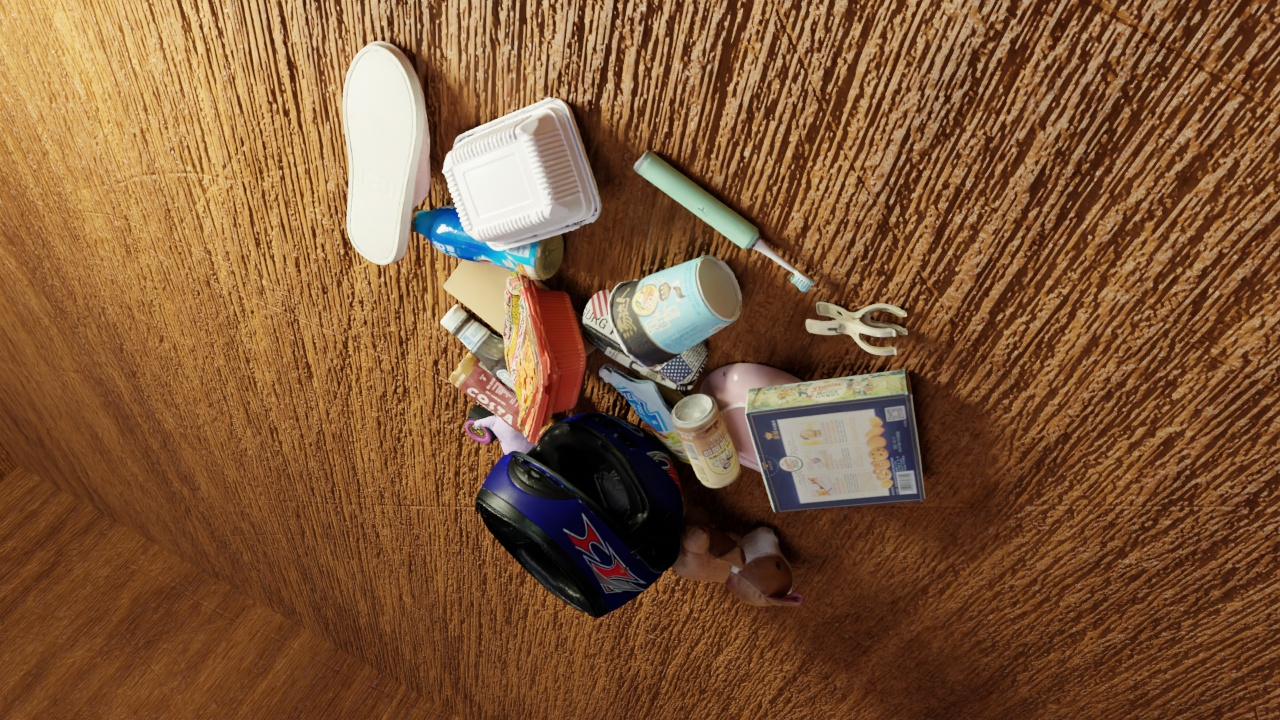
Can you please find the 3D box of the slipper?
[{"bbox_3d":[-0.297,-0.238,1.081,0.114,0.054,0.275,24,126,15],"label":"slipper"}]

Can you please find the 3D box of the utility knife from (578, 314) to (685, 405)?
[{"bbox_3d":[-0.007,0.007,1.191,0.198,0.020,0.031,35,142,-16],"label":"utility knife"}]

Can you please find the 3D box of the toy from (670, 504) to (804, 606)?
[{"bbox_3d":[0.143,0.287,1.332,0.199,0.140,0.130,32,102,-2],"label":"toy"}]

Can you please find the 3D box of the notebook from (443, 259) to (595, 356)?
[{"bbox_3d":[-0.157,-0.066,1.228,0.207,0.008,0.148,40,142,-9],"label":"notebook"}]

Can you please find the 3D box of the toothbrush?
[{"bbox_3d":[0.090,-0.143,0.951,0.224,0.026,0.027,35,121,-4],"label":"toothbrush"}]

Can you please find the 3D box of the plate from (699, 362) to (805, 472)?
[{"bbox_3d":[0.155,0.085,1.147,0.192,0.038,0.193,20,141,17],"label":"plate"}]

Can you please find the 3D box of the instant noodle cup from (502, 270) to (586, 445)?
[{"bbox_3d":[-0.122,-0.008,1.149,0.079,0.188,0.165,-5,146,-18],"label":"instant noodle cup"}]

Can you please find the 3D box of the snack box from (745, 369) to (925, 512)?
[{"bbox_3d":[0.227,0.098,1.062,0.183,0.045,0.178,-7,131,16],"label":"snack box"}]

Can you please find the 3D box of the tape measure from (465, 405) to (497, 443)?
[{"bbox_3d":[-0.247,0.101,1.453,0.057,0.039,0.058,26,138,9],"label":"tape measure"}]

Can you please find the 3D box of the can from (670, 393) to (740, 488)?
[{"bbox_3d":[0.082,0.100,1.133,0.059,0.058,0.116,3,134,33],"label":"can"}]

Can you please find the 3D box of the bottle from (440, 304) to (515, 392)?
[{"bbox_3d":[-0.196,-0.003,1.295,0.195,0.044,0.080,41,155,-8],"label":"bottle"}]

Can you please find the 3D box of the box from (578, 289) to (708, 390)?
[{"bbox_3d":[0.005,-0.028,1.118,0.163,0.076,0.087,32,123,6],"label":"box"}]

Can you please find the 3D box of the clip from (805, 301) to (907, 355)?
[{"bbox_3d":[0.234,-0.045,0.965,0.105,0.081,0.035,27,149,41],"label":"clip"}]

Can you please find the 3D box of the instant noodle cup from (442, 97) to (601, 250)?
[{"bbox_3d":[-0.138,-0.192,0.988,0.174,0.060,0.138,-9,105,37],"label":"instant noodle cup"}]

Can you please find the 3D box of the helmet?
[{"bbox_3d":[-0.065,0.188,1.244,0.247,0.239,0.316,26,155,30],"label":"helmet"}]

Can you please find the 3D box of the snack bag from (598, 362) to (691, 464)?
[{"bbox_3d":[0.022,0.070,1.188,0.110,0.038,0.191,33,168,49],"label":"snack bag"}]

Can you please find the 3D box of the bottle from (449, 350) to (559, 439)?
[{"bbox_3d":[-0.196,0.059,1.354,0.175,0.057,0.058,37,143,-6],"label":"bottle"}]

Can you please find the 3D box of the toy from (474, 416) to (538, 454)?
[{"bbox_3d":[-0.198,0.115,1.423,0.084,0.039,0.108,-22,131,7],"label":"toy"}]

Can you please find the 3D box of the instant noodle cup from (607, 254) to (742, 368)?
[{"bbox_3d":[0.044,-0.061,1.020,0.121,0.111,0.111,-25,116,39],"label":"instant noodle cup"}]

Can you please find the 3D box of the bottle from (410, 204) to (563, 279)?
[{"bbox_3d":[-0.200,-0.151,1.117,0.219,0.065,0.065,16,140,22],"label":"bottle"}]
